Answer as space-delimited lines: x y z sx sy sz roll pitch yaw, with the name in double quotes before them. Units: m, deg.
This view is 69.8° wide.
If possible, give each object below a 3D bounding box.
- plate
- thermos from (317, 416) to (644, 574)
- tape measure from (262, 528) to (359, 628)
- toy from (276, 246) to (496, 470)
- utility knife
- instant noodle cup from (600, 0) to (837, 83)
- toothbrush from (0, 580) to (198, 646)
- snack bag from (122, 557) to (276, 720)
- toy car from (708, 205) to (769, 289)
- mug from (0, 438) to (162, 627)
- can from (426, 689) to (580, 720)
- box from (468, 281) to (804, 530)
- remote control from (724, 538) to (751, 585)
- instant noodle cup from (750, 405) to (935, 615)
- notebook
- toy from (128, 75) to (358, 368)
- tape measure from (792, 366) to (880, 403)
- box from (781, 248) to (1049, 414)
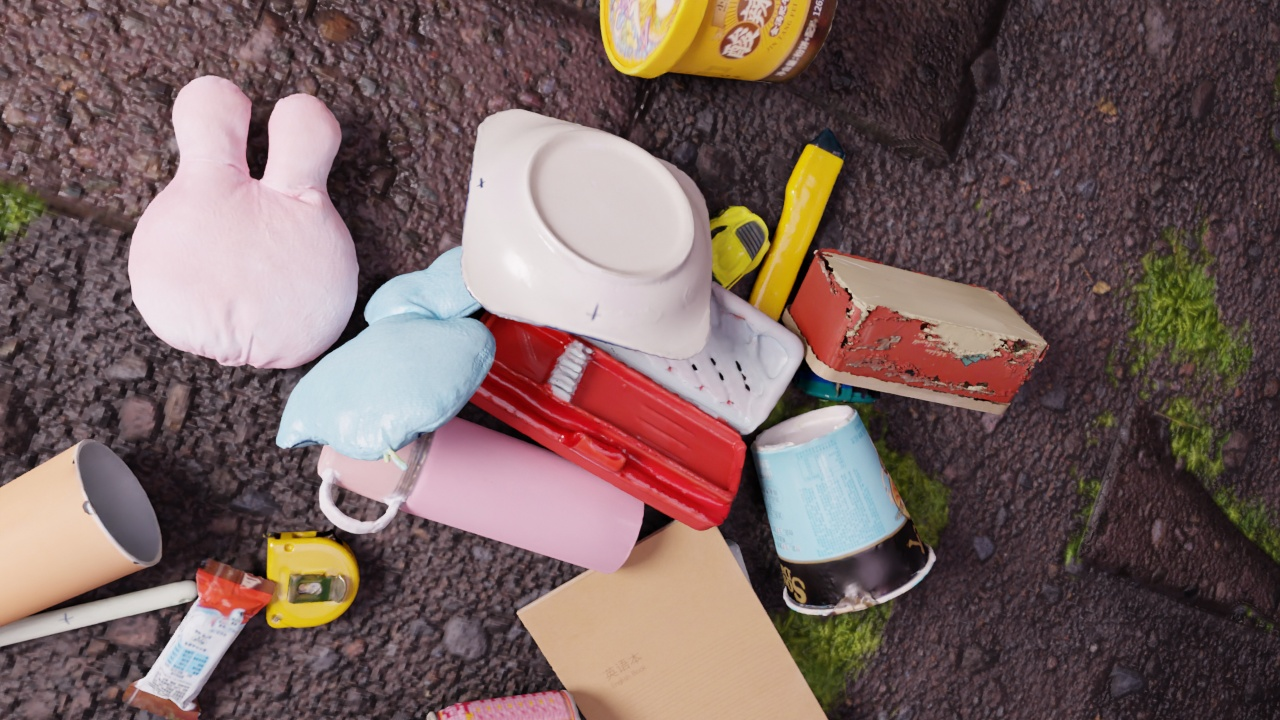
"plate" -0.022 -0.086 0.559 0.164 0.034 0.163 14 56 -21
"thermos" -0.098 0.085 0.572 0.198 0.067 0.087 22 52 -23
"tape measure" -0.203 0.136 0.567 0.057 0.029 0.060 2 96 -21
"toy" -0.129 -0.003 0.519 0.161 0.156 0.050 -23 130 -6
"utility knife" 0.109 -0.094 0.661 0.033 0.015 0.153 23 89 -15
"instant noodle cup" 0.050 -0.230 0.574 0.114 0.119 0.118 3 95 -28
"toothbrush" -0.353 0.156 0.521 0.189 0.029 0.020 -12 60 -20
"snack bag" -0.262 0.168 0.545 0.048 0.026 0.104 29 100 -16
"toy car" 0.045 -0.063 0.632 0.105 0.032 0.048 -40 108 -10
"mug" -0.337 0.104 0.492 0.122 0.078 0.078 -27 105 -11
"can" -0.090 0.256 0.602 0.093 0.066 0.066 0 96 -20
"box" -0.005 0.004 0.598 0.201 0.065 0.159 31 73 -11
"remote control" 0.064 0.200 0.676 0.056 0.019 0.135 -23 104 -16
"instant noodle cup" 0.135 0.100 0.650 0.111 0.111 0.120 -23 97 -16
"notebook" 0.030 0.224 0.654 0.149 0.012 0.211 -30 104 -2
"toy" -0.219 -0.075 0.522 0.121 0.054 0.159 7 94 -28
"tape measure" 0.145 0.019 0.665 0.054 0.058 0.025 6 94 -25
"box" 0.198 -0.026 0.649 0.168 0.091 0.078 10 122 -21
